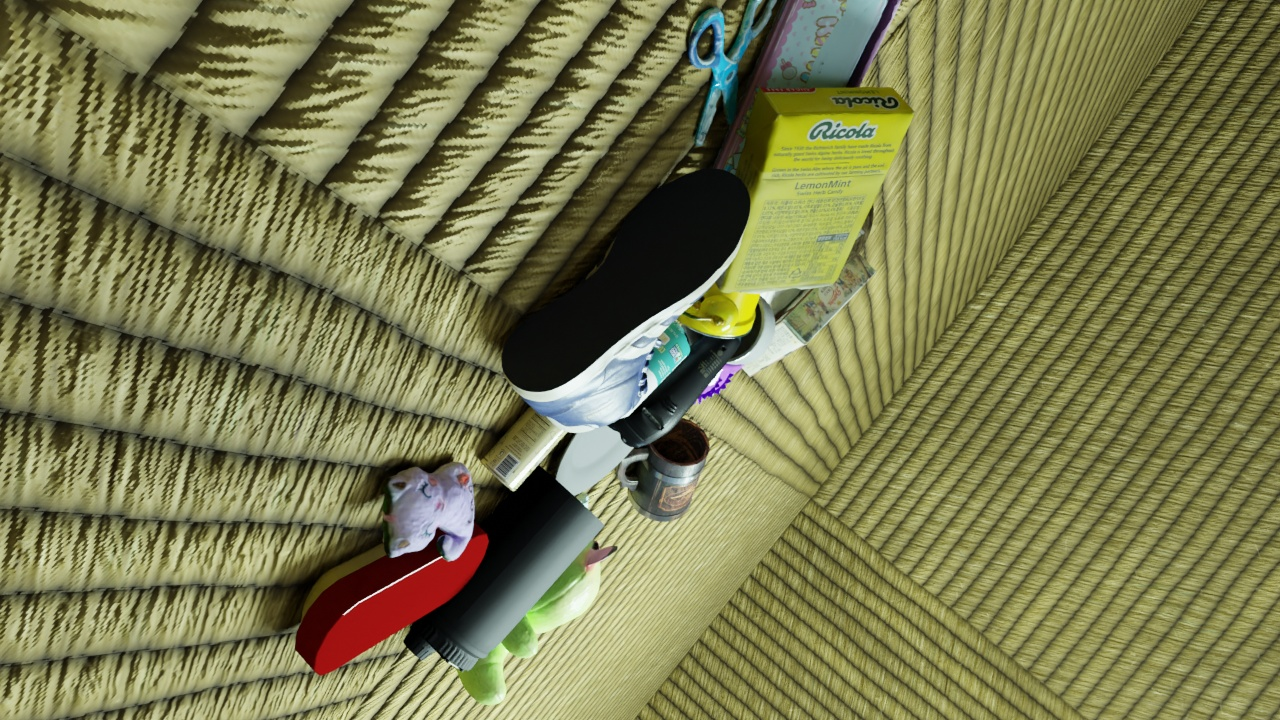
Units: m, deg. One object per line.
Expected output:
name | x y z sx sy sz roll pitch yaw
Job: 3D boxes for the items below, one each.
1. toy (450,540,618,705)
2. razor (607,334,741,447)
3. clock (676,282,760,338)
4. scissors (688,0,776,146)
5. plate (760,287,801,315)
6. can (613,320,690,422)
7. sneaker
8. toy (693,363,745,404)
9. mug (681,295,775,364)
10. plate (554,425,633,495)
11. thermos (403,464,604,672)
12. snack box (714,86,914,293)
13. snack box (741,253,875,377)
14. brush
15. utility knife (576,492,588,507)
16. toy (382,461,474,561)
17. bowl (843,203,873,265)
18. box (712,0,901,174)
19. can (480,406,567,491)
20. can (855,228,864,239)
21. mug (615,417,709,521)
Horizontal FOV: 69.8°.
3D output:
toy | -0.120 0.244 0.929 0.196 0.107 0.150 -54 -173 -13
razor | 0.031 0.020 0.877 0.151 0.054 0.067 -44 -157 -1
clock | 0.063 -0.058 0.827 0.118 0.083 0.057 -31 147 -50
scissors | 0.055 -0.207 0.655 0.117 0.013 0.140 -31 154 -45
plate | 0.163 -0.105 1.033 0.182 0.034 0.183 -43 159 -22
can | -0.005 0.005 0.827 0.101 0.055 0.055 -45 159 -17
sneaker | 0.002 -0.033 0.720 0.232 0.091 0.118 -45 155 -14
toy | 0.077 0.008 1.008 0.105 0.056 0.088 1 140 -38
mug | 0.084 -0.024 0.923 0.113 0.084 0.070 -66 161 5
plate | -0.029 0.068 0.950 0.178 0.012 0.179 -43 159 -22
thermos | -0.131 0.198 0.843 0.198 0.086 0.086 -47 160 -11
snack box | 0.129 -0.133 0.740 0.121 0.045 0.181 -7 139 -20
snack box | 0.194 -0.055 1.107 0.146 0.041 0.143 -42 -179 -26
brush | -0.197 0.177 0.727 0.173 0.042 0.082 -23 146 -54
utility knife | -0.073 0.203 1.084 0.022 0.015 0.167 -39 156 -29
toy | -0.157 0.116 0.689 0.099 0.036 0.080 -9 97 -66
bowl | 0.208 -0.147 0.958 0.121 0.056 0.121 -23 123 -43
box | 0.121 -0.221 0.749 0.090 0.091 0.215 -95 -159 -48
can | -0.093 0.067 0.768 0.079 0.038 0.038 -48 160 -8
can | 0.155 -0.128 0.874 0.075 0.090 0.089 -44 163 14
mug | 0.018 0.132 1.089 0.115 0.080 0.107 -9 140 -24
